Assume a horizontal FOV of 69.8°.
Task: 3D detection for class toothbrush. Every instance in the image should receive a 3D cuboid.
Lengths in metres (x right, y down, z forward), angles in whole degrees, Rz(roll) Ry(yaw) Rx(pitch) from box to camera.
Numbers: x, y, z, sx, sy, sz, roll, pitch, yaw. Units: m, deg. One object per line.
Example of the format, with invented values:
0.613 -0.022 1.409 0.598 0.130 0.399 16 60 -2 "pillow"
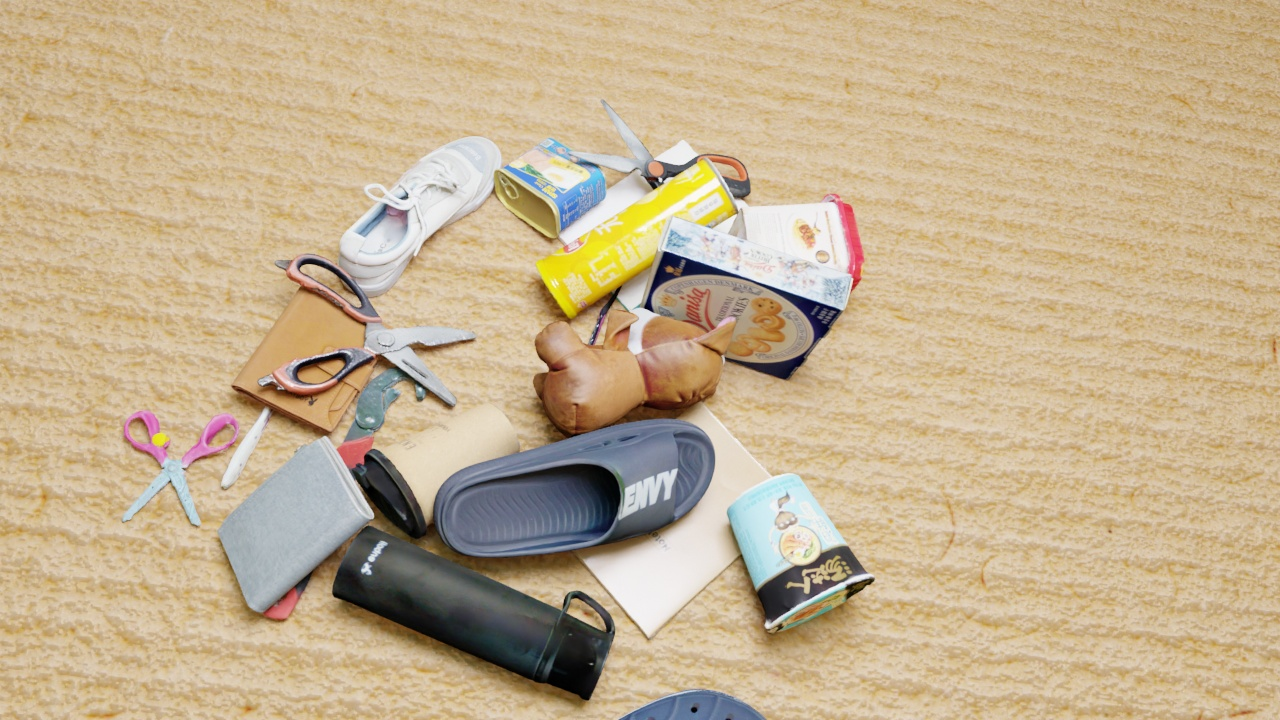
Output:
-0.366 0.040 0.901 0.017 0.016 0.187 14 61 8 "toothbrush"
-0.048 -0.034 0.983 0.018 0.014 0.188 17 66 11 "toothbrush"

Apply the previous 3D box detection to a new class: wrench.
-0.284 0.115 0.874 0.056 0.016 0.272 22 61 4 "wrench"

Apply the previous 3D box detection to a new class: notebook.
0.035 0.150 0.908 0.207 0.008 0.148 -37 73 -23 "notebook"
0.023 -0.156 1.062 0.208 0.012 0.150 -37 75 -22 "notebook"

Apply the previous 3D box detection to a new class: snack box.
0.095 -0.057 0.922 0.182 0.178 0.045 18 67 0 "snack box"

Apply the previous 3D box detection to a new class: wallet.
-0.309 0.143 0.818 0.130 0.037 0.106 -41 60 3 "wallet"
-0.321 -0.002 0.910 0.108 0.031 0.131 28 61 -6 "wallet"

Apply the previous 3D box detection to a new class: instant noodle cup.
0.162 -0.113 0.997 0.124 0.117 0.116 1 63 -13 "instant noodle cup"
0.139 0.175 0.854 0.111 0.111 0.120 -19 64 -17 "instant noodle cup"

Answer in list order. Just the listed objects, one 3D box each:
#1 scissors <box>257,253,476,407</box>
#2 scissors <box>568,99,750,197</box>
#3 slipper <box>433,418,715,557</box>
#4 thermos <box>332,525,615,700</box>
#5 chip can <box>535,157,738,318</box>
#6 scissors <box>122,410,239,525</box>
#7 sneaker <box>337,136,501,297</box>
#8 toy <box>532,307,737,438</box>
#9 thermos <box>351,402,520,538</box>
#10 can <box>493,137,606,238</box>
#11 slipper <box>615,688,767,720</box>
-0.273 -0.027 0.914 0.222 0.015 0.189 -12 73 -31 "scissors"
0.033 -0.202 1.042 0.231 0.022 0.221 -15 79 -28 "scissors"
-0.047 0.128 0.825 0.267 0.083 0.111 -10 107 -17 "slipper"
-0.143 0.218 0.819 0.242 0.069 0.089 22 42 1 "thermos"
-0.004 -0.129 0.968 0.213 0.072 0.072 -32 70 3 "chip can"
-0.433 0.095 0.862 0.134 0.017 0.133 -28 72 -16 "scissors"
-0.239 -0.178 0.991 0.089 0.091 0.241 33 62 8 "sneaker"
-0.005 0.005 0.902 0.199 0.140 0.130 -8 61 -13 "toy"
-0.188 0.099 0.859 0.143 0.093 0.093 -33 72 -29 "thermos"
-0.100 -0.196 1.033 0.102 0.057 0.083 36 61 25 "can"
-0.001 0.341 0.757 0.252 0.095 0.105 -14 68 -11 "slipper"
